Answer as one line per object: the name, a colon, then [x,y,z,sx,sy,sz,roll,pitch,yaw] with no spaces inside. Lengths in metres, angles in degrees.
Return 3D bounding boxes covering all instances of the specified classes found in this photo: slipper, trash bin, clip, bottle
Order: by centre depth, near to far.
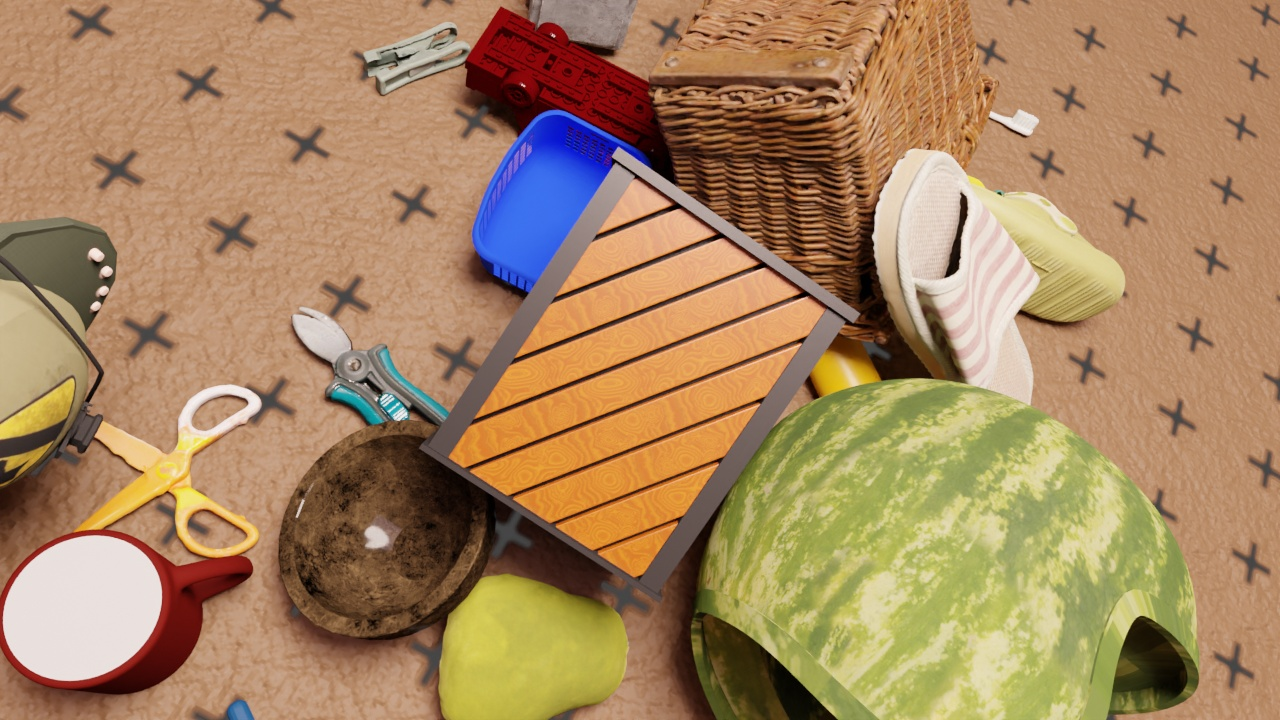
trash bin: [-0.003,0.003,0.509,0.139,0.139,0.172,34,94,-5]
slipper: [0.216,-0.023,0.583,0.263,0.052,0.114,49,60,-41]
bottle: [0.142,0.011,0.639,0.043,0.043,0.143,-18,75,-20]
clip: [-0.161,-0.220,0.664,0.076,0.023,0.044,-29,80,-21]
slipper: [0.278,-0.097,0.694,0.190,0.092,0.081,23,63,-9]

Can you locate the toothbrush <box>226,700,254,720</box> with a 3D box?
toothbrush: [-0.177,0.254,0.477,0.014,0.014,0.167,-33,78,11]

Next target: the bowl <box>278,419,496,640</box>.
bowl: [-0.134,0.100,0.519,0.121,0.056,0.121,-6,62,11]

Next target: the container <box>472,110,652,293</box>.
container: [-0.053,-0.096,0.614,0.096,0.058,0.114,27,77,-3]

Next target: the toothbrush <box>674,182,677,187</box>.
toothbrush: [0.070,-0.188,0.714,0.022,0.015,0.154,51,61,-30]

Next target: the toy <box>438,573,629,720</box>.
toy: [-0.058,0.169,0.522,0.110,0.051,0.090,7,70,-15]

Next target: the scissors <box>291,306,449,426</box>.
scissors: [-0.162,0.027,0.568,0.133,0.019,0.145,4,69,-14]

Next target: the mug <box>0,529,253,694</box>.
mug: [-0.255,0.124,0.470,0.105,0.083,0.073,-20,75,-21]

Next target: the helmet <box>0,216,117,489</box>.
helmet: [-0.373,-0.004,0.382,0.250,0.256,0.232,35,61,2]

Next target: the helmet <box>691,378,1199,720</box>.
helmet: [0.158,0.124,0.504,0.246,0.214,0.243,-29,61,-25]

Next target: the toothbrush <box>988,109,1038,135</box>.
toothbrush: [0.253,-0.235,0.779,0.187,0.017,0.012,23,45,-5]

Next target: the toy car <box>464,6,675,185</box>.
toy car: [-0.038,-0.179,0.657,0.170,0.062,0.070,26,65,-4]

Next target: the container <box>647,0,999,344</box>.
container: [0.120,-0.172,0.598,0.162,0.183,0.249,14,60,30]

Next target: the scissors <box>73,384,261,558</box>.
scissors: [-0.268,0.062,0.531,0.125,0.011,0.130,32,63,-2]

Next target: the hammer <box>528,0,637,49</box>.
hammer: [-0.011,-0.374,0.594,0.079,0.327,0.176,7,67,-12]
